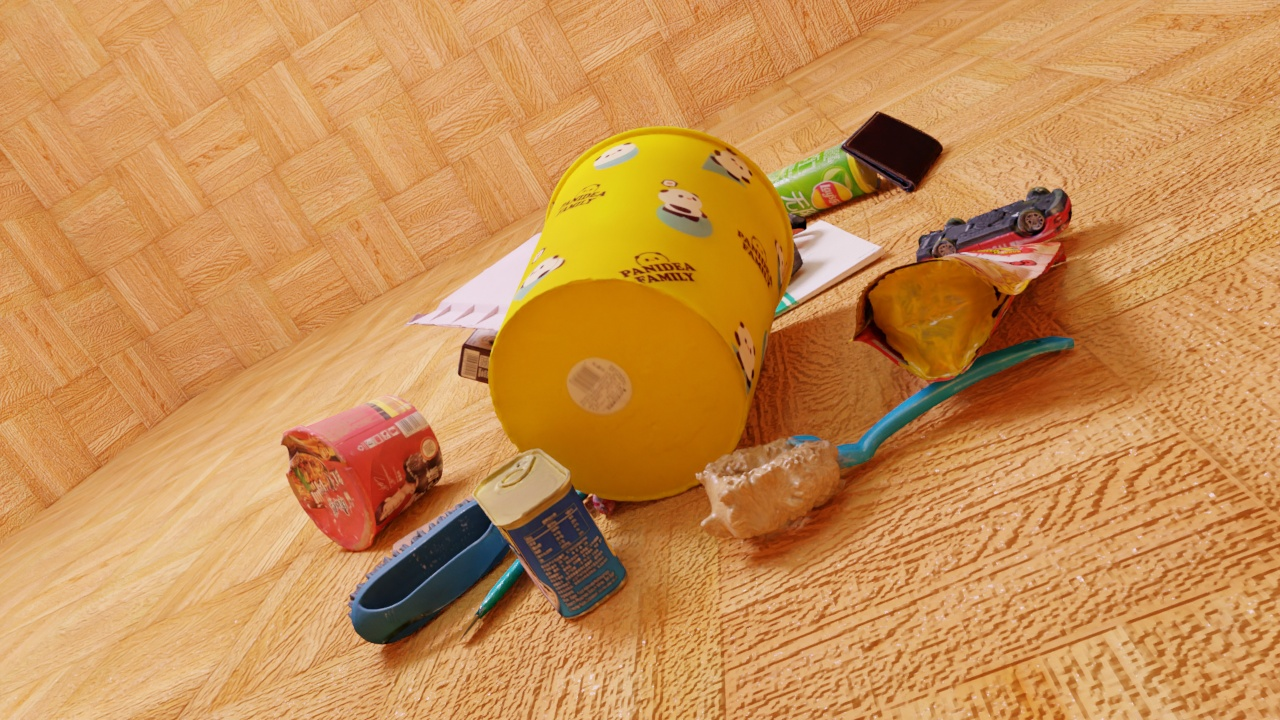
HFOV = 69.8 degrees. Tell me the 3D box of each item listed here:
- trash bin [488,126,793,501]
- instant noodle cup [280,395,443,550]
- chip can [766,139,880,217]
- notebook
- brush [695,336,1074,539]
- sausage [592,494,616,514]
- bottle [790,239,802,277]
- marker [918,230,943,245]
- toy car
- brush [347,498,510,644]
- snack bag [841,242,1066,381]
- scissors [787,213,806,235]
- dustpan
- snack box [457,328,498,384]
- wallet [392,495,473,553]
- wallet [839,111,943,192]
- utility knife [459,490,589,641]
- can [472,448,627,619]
[{"bbox_3d":[0.003,-0.037,0.733,0.230,0.229,0.254,-23,24,23],"label":"trash bin"},{"bbox_3d":[-0.273,0.106,0.924,0.138,0.138,0.108,-13,15,44],"label":"instant noodle cup"},{"bbox_3d":[0.184,-0.207,1.154,0.222,0.072,0.072,-18,21,33],"label":"chip can"},{"bbox_3d":[0.159,-0.095,0.979,0.150,0.012,0.209,-30,17,3],"label":"notebook"},{"bbox_3d":[0.147,0.039,0.560,0.254,0.046,0.083,-26,7,-3],"label":"brush"},{"bbox_3d":[-0.026,0.086,0.747,0.020,0.020,0.155,-26,17,11],"label":"sausage"},{"bbox_3d":[0.093,-0.099,1.007,0.079,0.044,0.195,-34,16,-22],"label":"bottle"},{"bbox_3d":[0.292,-0.109,0.783,0.022,0.018,0.131,-56,25,-20],"label":"marker"},{"bbox_3d":[0.279,-0.096,0.722,0.121,0.045,0.052,-21,20,42],"label":"toy car"},{"bbox_3d":[-0.150,0.157,0.685,0.143,0.055,0.074,-37,17,-24],"label":"brush"},{"bbox_3d":[0.213,-0.044,0.620,0.129,0.073,0.207,-20,3,31],"label":"snack bag"},{"bbox_3d":[0.098,-0.134,1.095,0.124,0.021,0.235,-8,-6,-44],"label":"scissors"},{"bbox_3d":[-0.080,-0.052,1.038,0.223,0.139,0.272,8,41,42],"label":"dustpan"},{"bbox_3d":[-0.137,-0.010,1.086,0.125,0.053,0.113,16,26,3],"label":"snack box"},{"bbox_3d":[-0.167,0.152,0.795,0.101,0.020,0.115,-32,14,-13],"label":"wallet"},{"bbox_3d":[0.295,-0.247,1.071,0.122,0.096,0.020,-46,-17,-45],"label":"wallet"},{"bbox_3d":[-0.079,0.143,0.677,0.170,0.013,0.029,-47,-11,-42],"label":"utility knife"},{"bbox_3d":[-0.061,0.114,0.611,0.057,0.083,0.102,-34,17,-15],"label":"can"}]
